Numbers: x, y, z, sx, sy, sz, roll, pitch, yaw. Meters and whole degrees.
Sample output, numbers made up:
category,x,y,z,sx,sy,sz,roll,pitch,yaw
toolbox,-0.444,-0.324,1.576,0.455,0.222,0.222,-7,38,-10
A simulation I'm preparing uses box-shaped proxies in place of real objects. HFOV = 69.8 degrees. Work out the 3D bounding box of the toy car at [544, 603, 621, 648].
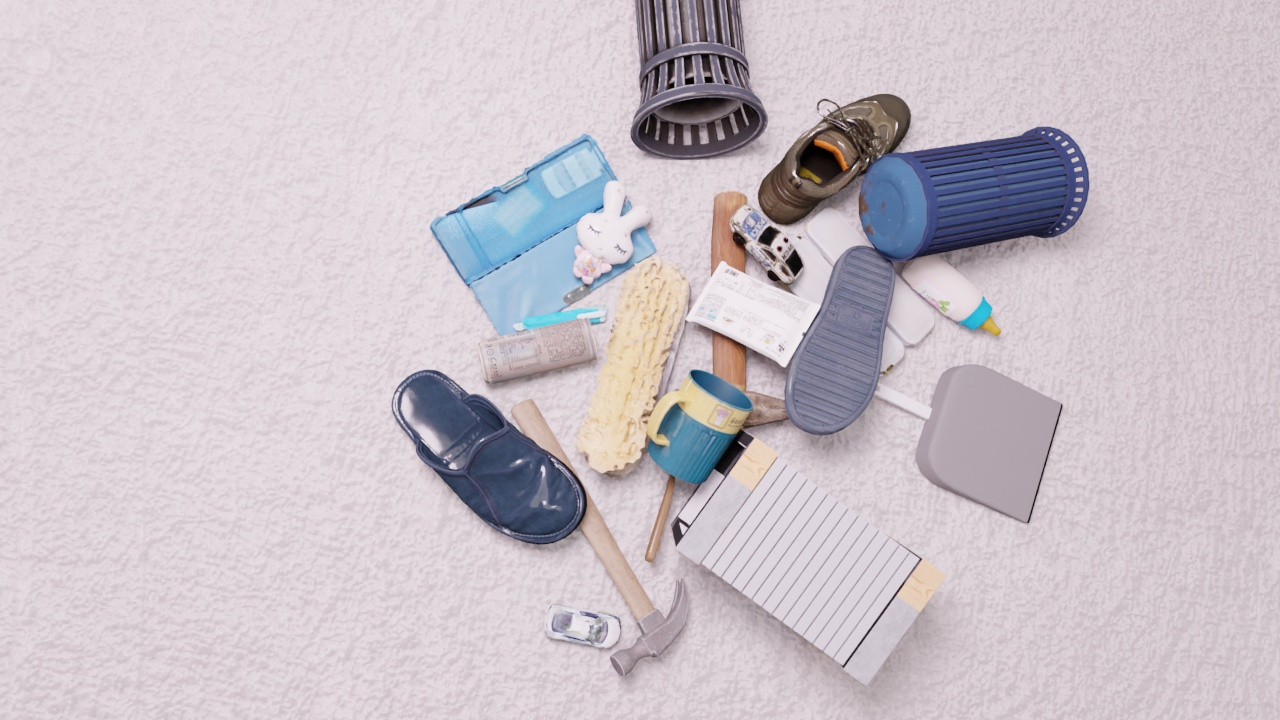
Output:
category,x,y,z,sx,sy,sz,roll,pitch,yaw
toy car,-0.065,0.305,1.049,0.090,0.027,0.038,12,76,-5

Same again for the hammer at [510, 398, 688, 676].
category,x,y,z,sx,sy,sz,roll,pitch,yaw
hammer,-0.058,0.191,1.068,0.119,0.031,0.331,-27,79,-27

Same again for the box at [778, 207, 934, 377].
category,x,y,z,sx,sy,sz,roll,pitch,yaw
box,0.270,-0.087,1.168,0.129,0.034,0.209,-41,87,-15

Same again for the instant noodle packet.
category,x,y,z,sx,sy,sz,roll,pitch,yaw
instant noodle packet,0.133,-0.057,1.086,0.134,0.026,0.087,27,76,20

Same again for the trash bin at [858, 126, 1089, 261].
category,x,y,z,sx,sy,sz,roll,pitch,yaw
trash bin,0.399,-0.201,1.121,0.249,0.139,0.139,-12,81,-21

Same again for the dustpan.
category,x,y,z,sx,sy,sz,roll,pitch,yaw
dustpan,0.396,0.079,1.149,0.257,0.033,0.163,25,77,-13

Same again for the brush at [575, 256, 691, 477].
category,x,y,z,sx,sy,sz,roll,pitch,yaw
brush,-0.006,0.006,1.092,0.083,0.057,0.271,15,77,9

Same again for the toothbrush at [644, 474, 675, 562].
category,x,y,z,sx,sy,sz,roll,pitch,yaw
toothbrush,0.034,0.158,1.082,0.016,0.016,0.166,22,67,-9

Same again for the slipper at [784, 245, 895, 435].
category,x,y,z,sx,sy,sz,roll,pitch,yaw
slipper,0.240,-0.017,1.109,0.101,0.083,0.263,23,65,3

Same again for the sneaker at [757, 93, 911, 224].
category,x,y,z,sx,sy,sz,roll,pitch,yaw
sneaker,0.252,-0.276,1.137,0.237,0.143,0.101,-40,86,-13

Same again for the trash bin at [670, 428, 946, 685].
category,x,y,z,sx,sy,sz,roll,pitch,yaw
trash bin,0.178,0.210,1.024,0.247,0.142,0.142,36,90,0

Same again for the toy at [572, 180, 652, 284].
category,x,y,z,sx,sy,sz,roll,pitch,yaw
toy,-0.040,-0.150,1.110,0.076,0.037,0.125,36,82,-18

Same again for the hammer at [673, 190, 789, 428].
category,x,y,z,sx,sy,sz,roll,pitch,yaw
hammer,0.117,-0.066,1.135,0.158,0.037,0.300,2,80,-7

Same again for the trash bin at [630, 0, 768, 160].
category,x,y,z,sx,sy,sz,roll,pitch,yaw
trash bin,0.062,-0.388,1.127,0.164,0.164,0.227,-2,76,-8

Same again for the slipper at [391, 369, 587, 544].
category,x,y,z,sx,sy,sz,roll,pitch,yaw
slipper,-0.179,0.107,1.028,0.265,0.083,0.109,40,83,8

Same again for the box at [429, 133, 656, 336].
category,x,y,z,sx,sy,sz,roll,pitch,yaw
box,-0.116,-0.150,1.124,0.231,0.033,0.174,-31,93,-12

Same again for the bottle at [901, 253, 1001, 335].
category,x,y,z,sx,sy,sz,roll,pitch,yaw
bottle,0.401,-0.080,1.168,0.146,0.051,0.051,40,77,1

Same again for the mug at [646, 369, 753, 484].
category,x,y,z,sx,sy,sz,roll,pitch,yaw
mug,0.054,0.072,1.030,0.113,0.083,0.107,13,115,-43

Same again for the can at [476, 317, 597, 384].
category,x,y,z,sx,sy,sz,roll,pitch,yaw
can,-0.122,-0.011,1.085,0.135,0.054,0.054,-13,82,-10

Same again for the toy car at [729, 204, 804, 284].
category,x,y,z,sx,sy,sz,roll,pitch,yaw
toy car,0.156,-0.142,1.118,0.113,0.041,0.048,44,58,-10

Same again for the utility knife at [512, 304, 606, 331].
category,x,y,z,sx,sy,sz,roll,pitch,yaw
utility knife,-0.097,-0.051,1.112,0.116,0.015,0.022,-8,92,-13
